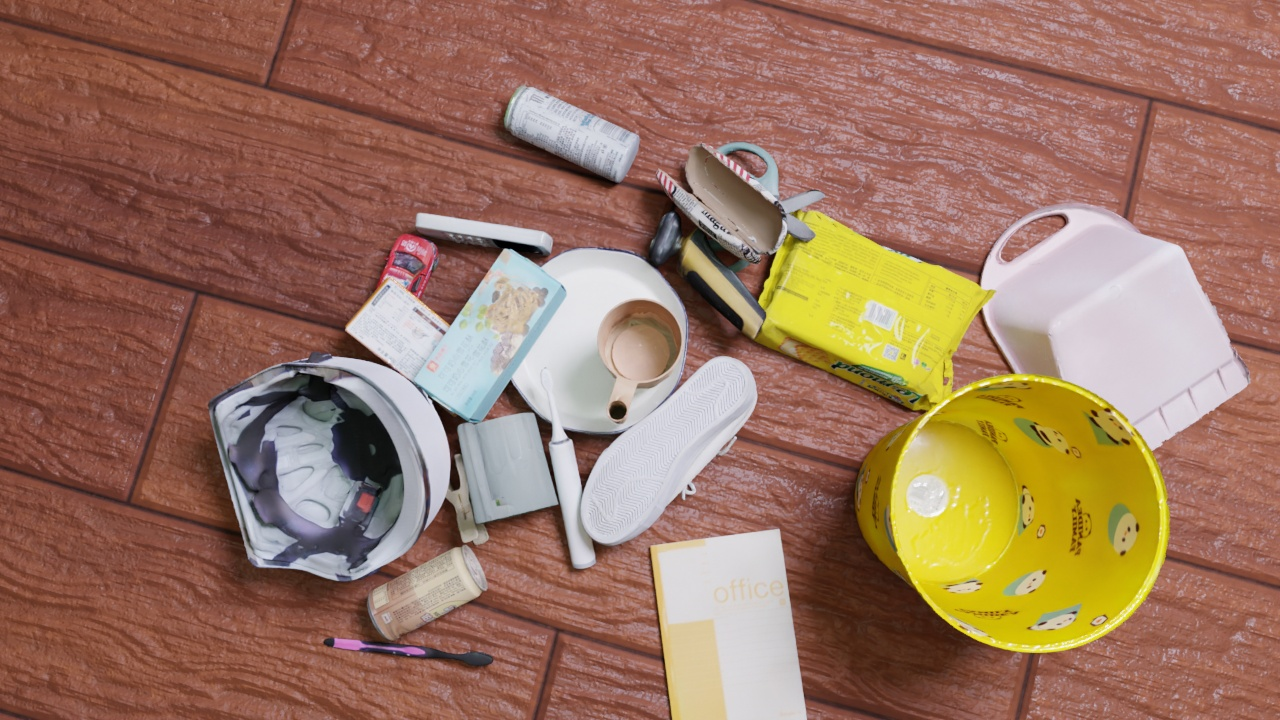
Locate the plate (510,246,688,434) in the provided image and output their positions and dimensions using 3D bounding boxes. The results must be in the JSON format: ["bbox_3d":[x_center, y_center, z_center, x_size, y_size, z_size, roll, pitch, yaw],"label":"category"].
[{"bbox_3d":[-0.049,-0.021,1.013,0.205,0.045,0.204,0,83,0],"label":"plate"}]

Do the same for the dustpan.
[{"bbox_3d":[0.511,-0.036,1.024,0.222,0.139,0.273,-30,112,-4],"label":"dustpan"}]

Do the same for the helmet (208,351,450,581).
[{"bbox_3d":[-0.295,0.097,0.942,0.259,0.145,0.229,-12,99,20],"label":"helmet"}]

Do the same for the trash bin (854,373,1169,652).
[{"bbox_3d":[0.324,0.139,0.882,0.229,0.255,0.229,0,83,1],"label":"trash bin"}]

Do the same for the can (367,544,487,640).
[{"bbox_3d":[-0.227,0.247,0.979,0.116,0.058,0.058,-27,84,-2],"label":"can"}]

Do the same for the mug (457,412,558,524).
[{"bbox_3d":[-0.147,0.114,0.963,0.084,0.123,0.103,-17,81,18],"label":"mug"}]

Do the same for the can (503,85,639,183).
[{"bbox_3d":[-0.077,-0.255,1.033,0.147,0.058,0.058,25,84,4],"label":"can"}]

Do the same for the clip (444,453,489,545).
[{"bbox_3d":[-0.195,0.151,0.994,0.034,0.066,0.099,-20,73,-2],"label":"clip"}]

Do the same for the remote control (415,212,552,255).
[{"bbox_3d":[-0.173,-0.139,1.022,0.150,0.058,0.021,9,86,3],"label":"remote control"}]

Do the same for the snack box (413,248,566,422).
[{"bbox_3d":[-0.156,-0.025,0.967,0.074,0.051,0.174,33,86,7],"label":"snack box"}]

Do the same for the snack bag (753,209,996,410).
[{"bbox_3d":[0.245,-0.056,1.001,0.246,0.068,0.158,23,85,3],"label":"snack bag"}]

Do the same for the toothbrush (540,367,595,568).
[{"bbox_3d":[-0.080,0.115,0.977,0.026,0.026,0.221,-11,100,-3],"label":"toothbrush"}]

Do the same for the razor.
[{"bbox_3d":[0.072,-0.087,0.981,0.067,0.062,0.167,-33,69,-24],"label":"razor"}]

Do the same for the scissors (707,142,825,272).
[{"bbox_3d":[0.110,-0.155,1.014,0.181,0.019,0.170,-51,59,9],"label":"scissors"}]

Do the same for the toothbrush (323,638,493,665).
[{"bbox_3d":[-0.252,0.315,0.998,0.189,0.018,0.014,5,83,5],"label":"toothbrush"}]

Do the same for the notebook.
[{"bbox_3d":[0.095,0.294,0.992,0.146,0.010,0.206,-7,84,0],"label":"notebook"}]

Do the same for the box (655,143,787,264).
[{"bbox_3d":[0.077,-0.161,0.974,0.087,0.076,0.163,-23,55,-30],"label":"box"}]

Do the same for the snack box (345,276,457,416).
[{"bbox_3d":[-0.237,-0.014,0.999,0.153,0.026,0.075,41,84,-16],"label":"snack box"}]

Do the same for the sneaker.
[{"bbox_3d":[0.033,0.098,0.982,0.242,0.090,0.089,-47,69,2],"label":"sneaker"}]

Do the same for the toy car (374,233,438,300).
[{"bbox_3d":[-0.267,-0.084,1.025,0.053,0.045,0.120,20,82,2],"label":"toy car"}]

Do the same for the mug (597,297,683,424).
[{"bbox_3d":[-0.006,0.005,0.934,0.084,0.103,0.124,17,84,3],"label":"mug"}]
